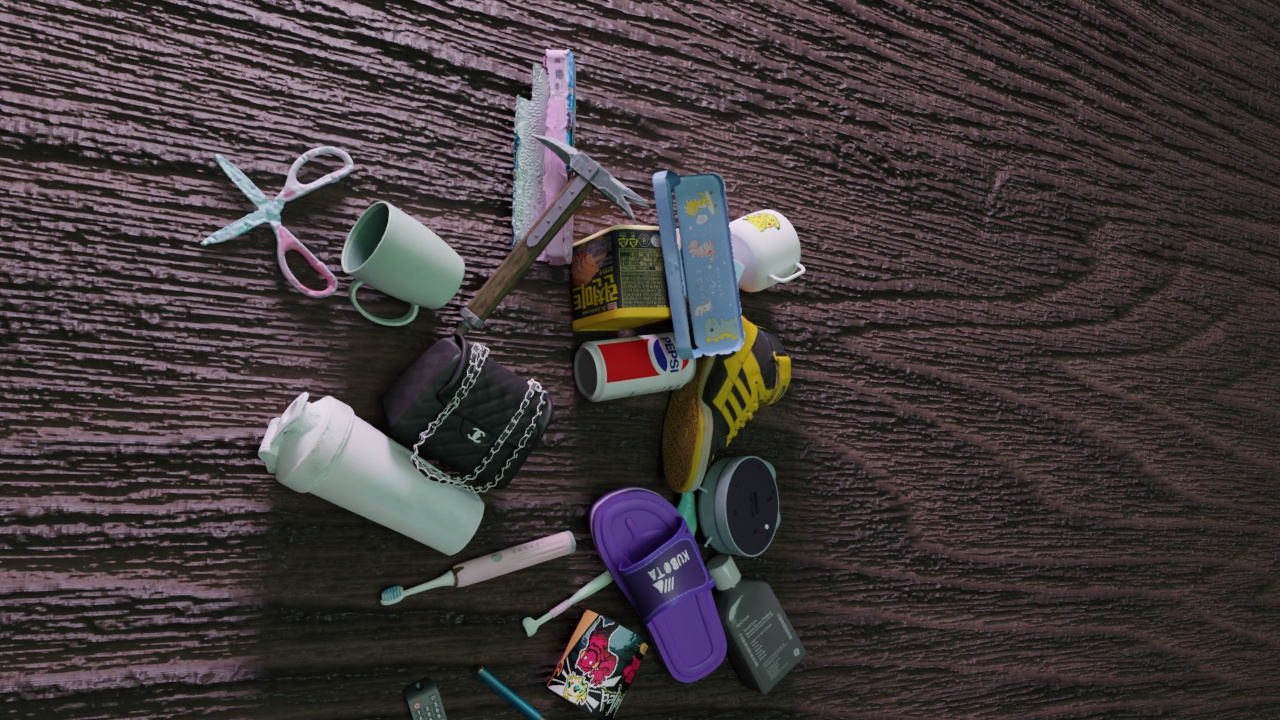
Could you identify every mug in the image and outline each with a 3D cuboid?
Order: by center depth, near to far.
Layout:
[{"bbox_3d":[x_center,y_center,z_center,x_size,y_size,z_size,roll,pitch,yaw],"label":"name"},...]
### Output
[{"bbox_3d":[-0.247,-0.089,0.942,0.104,0.084,0.111,32,89,-39],"label":"mug"},{"bbox_3d":[-0.040,0.353,1.048,0.098,0.082,0.118,-62,142,-17],"label":"mug"},{"bbox_3d":[0.154,-0.132,1.154,0.068,0.115,0.094,-26,138,-27],"label":"mug"}]

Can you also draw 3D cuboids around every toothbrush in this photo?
[{"bbox_3d":[-0.173,0.227,0.999,0.222,0.027,0.027,-12,122,-30],"label":"toothbrush"},{"bbox_3d":[-0.069,0.271,1.064,0.154,0.015,0.022,-27,103,-29],"label":"toothbrush"}]

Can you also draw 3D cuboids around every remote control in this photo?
[{"bbox_3d":[-0.215,0.411,0.974,0.033,0.015,0.147,-19,97,-29],"label":"remote control"}]

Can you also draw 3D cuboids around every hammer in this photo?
[{"bbox_3d":[-0.147,-0.089,0.971,0.147,0.028,0.317,39,89,9],"label":"hammer"}]

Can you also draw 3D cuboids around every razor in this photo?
[{"bbox_3d":[-0.133,0.386,1.021,0.042,0.022,0.144,-39,106,12],"label":"razor"}]

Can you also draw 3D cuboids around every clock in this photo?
[{"bbox_3d":[0.130,0.179,1.149,0.159,0.045,0.122,-8,92,-52],"label":"clock"}]

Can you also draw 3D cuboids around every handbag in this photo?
[{"bbox_3d":[-0.165,0.058,0.932,0.153,0.114,0.125,37,96,-33],"label":"handbag"}]

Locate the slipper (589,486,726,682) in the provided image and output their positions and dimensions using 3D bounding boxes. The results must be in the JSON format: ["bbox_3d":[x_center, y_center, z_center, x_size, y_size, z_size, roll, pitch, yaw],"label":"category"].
[{"bbox_3d":[0.038,0.270,1.059,0.107,0.084,0.266,-28,110,-14],"label":"slipper"}]

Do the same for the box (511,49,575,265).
[{"bbox_3d":[-0.109,-0.224,1.031,0.071,0.084,0.230,1,87,-2],"label":"box"}]

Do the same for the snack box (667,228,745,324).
[{"bbox_3d":[0.053,-0.099,1.104,0.093,0.095,0.079,32,73,-26],"label":"snack box"}]

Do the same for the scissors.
[{"bbox_3d":[-0.350,-0.149,0.922,0.170,0.013,0.176,49,68,-16],"label":"scissors"}]

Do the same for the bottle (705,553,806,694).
[{"bbox_3d":[0.135,0.325,1.161,0.083,0.046,0.174,-35,105,-27],"label":"bottle"}]

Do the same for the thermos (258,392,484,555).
[{"bbox_3d":[-0.266,0.119,0.916,0.220,0.099,0.099,37,71,-28],"label":"thermos"}]

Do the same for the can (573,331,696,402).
[{"bbox_3d":[-0.006,0.006,1.079,0.131,0.070,0.070,-8,92,-30],"label":"can"}]

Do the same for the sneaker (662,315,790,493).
[{"bbox_3d":[0.107,0.056,1.132,0.122,0.086,0.238,19,77,-26],"label":"sneaker"}]

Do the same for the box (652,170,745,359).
[{"bbox_3d":[0.060,-0.106,1.031,0.124,0.043,0.209,-11,95,-50],"label":"box"}]

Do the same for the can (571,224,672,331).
[{"bbox_3d":[-0.025,-0.091,1.039,0.072,0.131,0.101,-2,86,-30],"label":"can"}]

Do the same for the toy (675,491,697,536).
[{"bbox_3d":[0.026,0.202,1.110,0.105,0.033,0.085,-16,100,-25],"label":"toy"}]
